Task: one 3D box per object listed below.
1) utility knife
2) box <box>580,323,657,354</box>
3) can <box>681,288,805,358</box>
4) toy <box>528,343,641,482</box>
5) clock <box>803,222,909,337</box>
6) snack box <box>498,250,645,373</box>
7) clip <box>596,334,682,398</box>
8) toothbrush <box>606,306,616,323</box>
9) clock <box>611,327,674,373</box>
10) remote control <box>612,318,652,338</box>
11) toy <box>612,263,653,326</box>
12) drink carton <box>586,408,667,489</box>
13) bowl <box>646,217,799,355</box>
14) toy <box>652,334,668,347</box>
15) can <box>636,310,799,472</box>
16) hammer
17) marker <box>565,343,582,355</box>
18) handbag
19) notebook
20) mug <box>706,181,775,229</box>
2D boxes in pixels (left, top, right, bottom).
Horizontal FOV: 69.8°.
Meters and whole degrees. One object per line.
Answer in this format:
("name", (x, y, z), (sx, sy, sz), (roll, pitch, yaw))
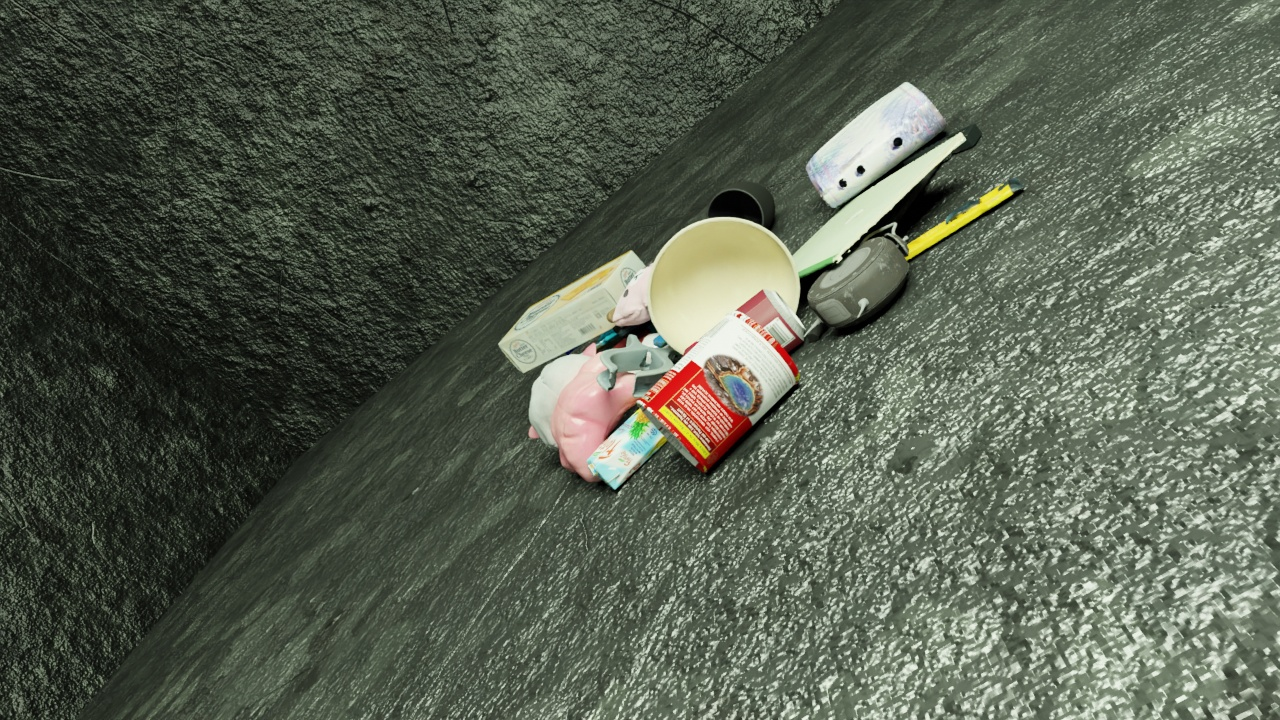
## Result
("utility knife", (0.271, -0.116, 0.834), (0.163, 0.017, 0.030), (-37, 6, 29))
("box", (0.013, -0.059, 1.252), (0.228, 0.056, 0.184), (-33, 9, 31))
("can", (0.098, -0.014, 0.882), (0.114, 0.063, 0.063), (-38, 15, 13))
("toy", (-0.069, 0.050, 1.027), (0.142, 0.084, 0.213), (-66, 19, 4))
("clock", (0.199, -0.070, 0.822), (0.122, 0.044, 0.091), (-47, 12, -28))
("snack box", (-0.087, -0.064, 1.238), (0.208, 0.057, 0.104), (-25, 21, 36))
("clip", (-0.013, 0.000, 0.925), (0.163, 0.108, 0.028), (-32, -46, -69))
("toothbrush", (0.018, -0.091, 1.164), (0.166, 0.016, 0.016), (-36, 3, -31))
("clock", (-0.007, 0.007, 1.121), (0.096, 0.048, 0.138), (-44, 15, -10))
("remote control", (0.035, -0.072, 1.123), (0.150, 0.022, 0.047), (-34, 13, -3))
("toy", (0.015, -0.081, 1.066), (0.099, 0.053, 0.096), (-49, 14, -18))
("drink carton", (0.003, 0.074, 0.920), (0.128, 0.038, 0.044), (-43, 15, -10))
("bowl", (0.081, -0.078, 0.933), (0.151, 0.151, 0.075), (-38, 16, 13))
("toy", (0.072, -0.049, 1.053), (0.113, 0.071, 0.176), (-49, 12, 15))
("can", (0.068, 0.027, 0.797), (0.116, 0.086, 0.087), (-44, 15, -7))
("hammer", (0.246, -0.130, 0.937), (0.324, 0.015, 0.095), (-51, 16, -29))
("marker", (-0.059, -0.058, 1.304), (0.133, 0.023, 0.027), (-39, -4, -2))
("handbag", (0.277, -0.248, 1.085), (0.159, 0.069, 0.126), (-37, 15, 19))
("notebook", (0.214, -0.140, 0.960), (0.181, 0.010, 0.253), (-43, 4, -10))
("mug", (0.142, -0.196, 1.293), (0.100, 0.085, 0.119), (-42, -22, -58))
